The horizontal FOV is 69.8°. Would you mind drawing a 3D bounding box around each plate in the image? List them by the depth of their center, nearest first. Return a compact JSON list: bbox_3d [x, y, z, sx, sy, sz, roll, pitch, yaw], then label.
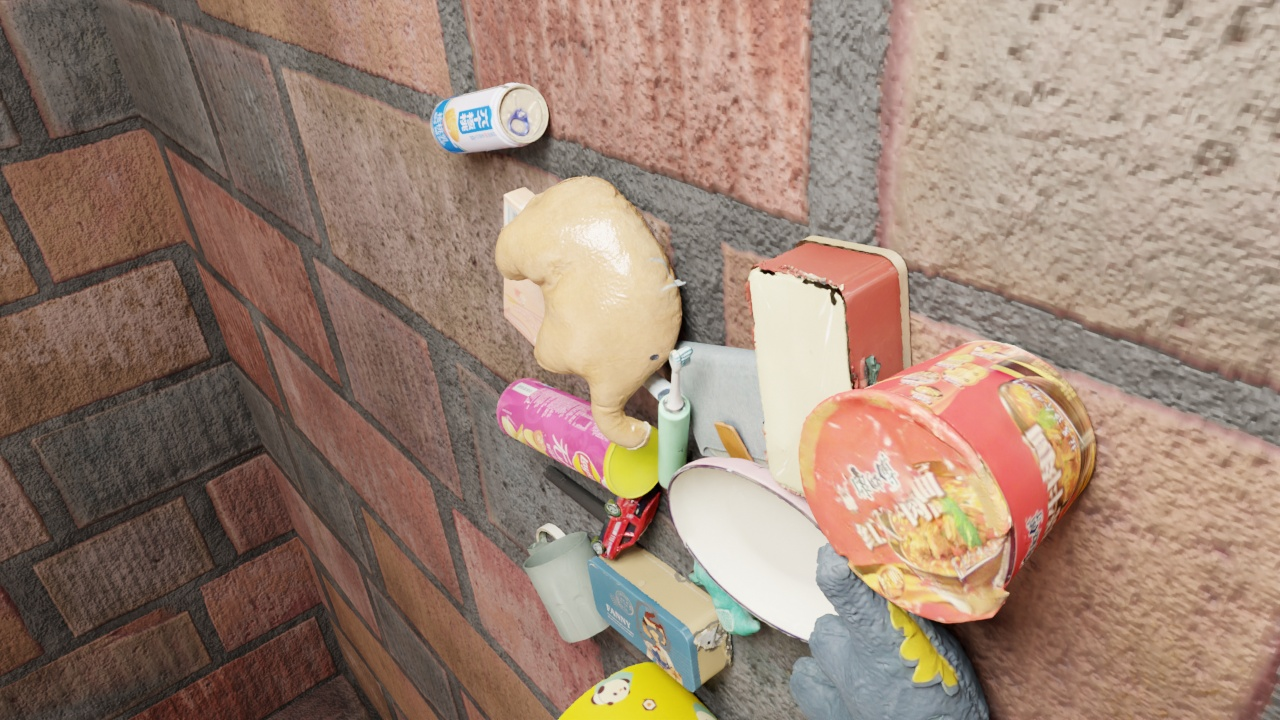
[{"bbox_3d":[0.107,0.145,0.725,0.192,0.038,0.193,32,146,24],"label":"plate"}]

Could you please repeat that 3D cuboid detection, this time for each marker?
[{"bbox_3d":[-0.005,0.005,0.813,0.131,0.018,0.022,41,172,48],"label":"marker"},{"bbox_3d":[-0.065,0.154,1.037,0.132,0.020,0.022,29,145,44],"label":"marker"}]

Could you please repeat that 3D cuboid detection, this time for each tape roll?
[{"bbox_3d":[-0.105,0.249,1.177,0.086,0.013,0.086,37,141,37],"label":"tape roll"}]

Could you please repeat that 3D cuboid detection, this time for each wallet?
[{"bbox_3d":[0.076,0.040,0.718,0.130,0.036,0.106,9,120,57],"label":"wallet"}]

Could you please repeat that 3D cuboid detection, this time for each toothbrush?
[{"bbox_3d":[0.028,0.052,0.762,0.026,0.027,0.225,55,163,27],"label":"toothbrush"}]

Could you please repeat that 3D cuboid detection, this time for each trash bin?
[{"bbox_3d":[0.034,0.473,0.952,0.255,0.229,0.230,43,145,39],"label":"trash bin"}]

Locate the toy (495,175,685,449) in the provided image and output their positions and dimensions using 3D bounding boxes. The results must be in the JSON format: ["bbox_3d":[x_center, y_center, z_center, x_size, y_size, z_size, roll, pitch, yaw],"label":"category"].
[{"bbox_3d":[-0.029,-0.038,0.746,0.144,0.082,0.226,-25,87,30],"label":"toy"}]

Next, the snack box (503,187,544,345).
[{"bbox_3d":[-0.101,-0.083,0.900,0.084,0.026,0.158,43,144,30],"label":"snack box"}]

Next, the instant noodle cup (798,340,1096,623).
[{"bbox_3d":[0.174,0.058,0.514,0.138,0.108,0.138,36,141,37],"label":"instant noodle cup"}]

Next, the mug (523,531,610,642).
[{"bbox_3d":[-0.087,0.270,1.104,0.103,0.083,0.124,64,155,-5],"label":"mug"}]

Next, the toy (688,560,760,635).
[{"bbox_3d":[0.075,0.218,0.869,0.092,0.030,0.097,63,157,9],"label":"toy"}]

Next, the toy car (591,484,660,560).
[{"bbox_3d":[-0.014,0.161,0.933,0.045,0.052,0.121,34,138,11],"label":"toy car"}]

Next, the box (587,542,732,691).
[{"bbox_3d":[0.015,0.260,0.962,0.184,0.059,0.090,21,130,46],"label":"box"}]

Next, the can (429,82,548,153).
[{"bbox_3d":[-0.138,-0.216,0.826,0.135,0.053,0.053,12,123,53],"label":"can"}]

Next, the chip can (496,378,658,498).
[{"bbox_3d":[-0.065,0.073,0.924,0.211,0.071,0.071,18,128,51],"label":"chip can"}]

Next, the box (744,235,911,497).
[{"bbox_3d":[0.118,0.014,0.596,0.091,0.076,0.168,21,130,48],"label":"box"}]

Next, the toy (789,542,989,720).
[{"bbox_3d":[0.173,0.249,0.662,0.138,0.091,0.357,15,139,17],"label":"toy"}]
